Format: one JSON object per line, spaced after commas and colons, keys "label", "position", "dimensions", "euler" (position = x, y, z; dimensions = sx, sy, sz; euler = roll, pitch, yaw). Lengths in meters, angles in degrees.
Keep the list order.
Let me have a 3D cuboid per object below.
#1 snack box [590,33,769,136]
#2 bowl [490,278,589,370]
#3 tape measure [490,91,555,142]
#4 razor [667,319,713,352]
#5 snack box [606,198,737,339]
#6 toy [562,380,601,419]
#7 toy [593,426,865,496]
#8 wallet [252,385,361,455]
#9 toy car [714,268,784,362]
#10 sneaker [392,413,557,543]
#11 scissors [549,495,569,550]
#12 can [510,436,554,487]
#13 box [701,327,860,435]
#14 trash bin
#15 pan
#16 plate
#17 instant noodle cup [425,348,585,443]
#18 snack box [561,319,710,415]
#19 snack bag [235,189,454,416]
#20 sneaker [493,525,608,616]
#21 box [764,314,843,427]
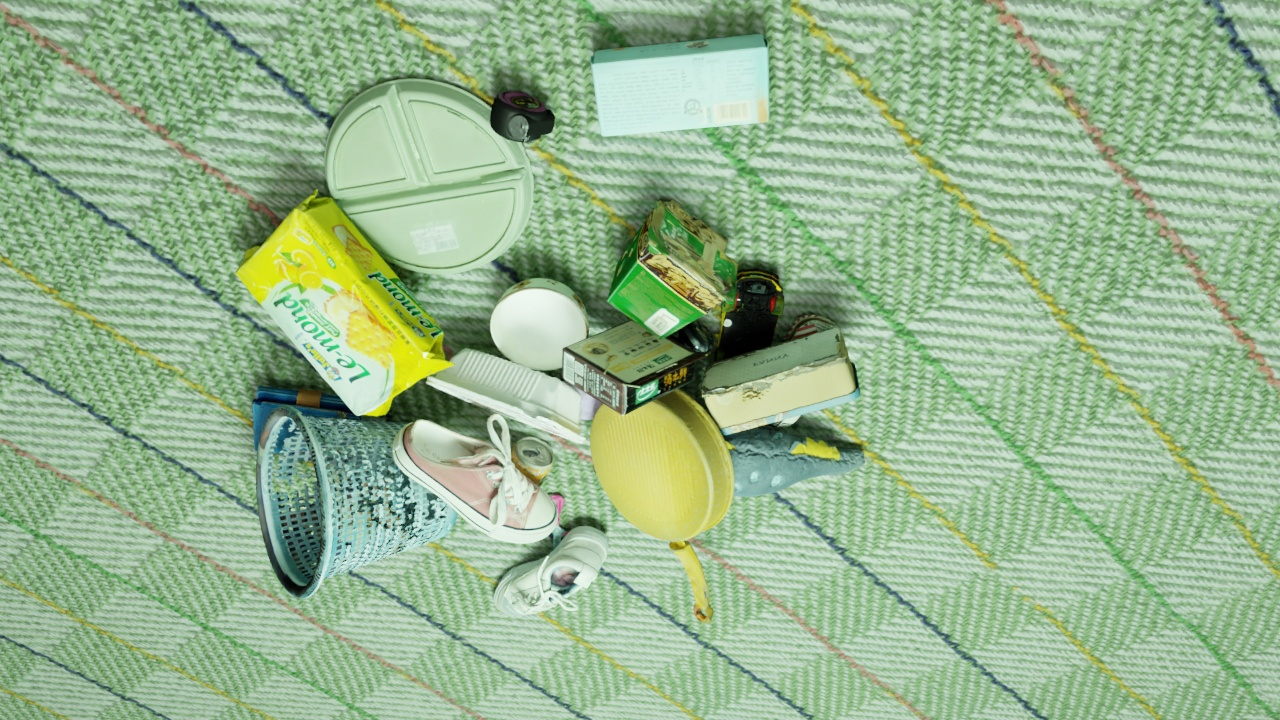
{"label": "snack box", "position": [0.041, -0.273, 0.911], "dimensions": [0.175, 0.051, 0.074], "euler": [-4, 124, 5]}
{"label": "bowl", "position": [-0.113, -0.051, 1.071], "dimensions": [0.113, 0.062, 0.114], "euler": [2, 125, 3]}
{"label": "tape measure", "position": [-0.124, -0.246, 0.935], "dimensions": [0.058, 0.056, 0.039], "euler": [34, 126, 20]}
{"label": "razor", "position": [0.036, 0.015, 1.122], "dimensions": [0.067, 0.062, 0.168], "euler": [-3, 138, -34]}
{"label": "snack box", "position": [0.028, -0.092, 1.004], "dimensions": [0.118, 0.117, 0.106], "euler": [35, 124, -17]}
{"label": "toy", "position": [-0.070, 0.053, 1.157], "dimensions": [0.108, 0.038, 0.084], "euler": [1, 129, 1]}
{"label": "toy", "position": [0.109, 0.130, 1.168], "dimensions": [0.356, 0.091, 0.138], "euler": [-3, 169, 8]}
{"label": "wallet", "position": [-0.433, 0.084, 1.196], "dimensions": [0.133, 0.040, 0.107], "euler": [8, 128, -13]}
{"label": "toy car", "position": [0.124, -0.037, 1.080], "dimensions": [0.071, 0.041, 0.156], "euler": [5, 129, 0]}
{"label": "sneaker", "position": [-0.181, 0.142, 1.107], "dimensions": [0.088, 0.118, 0.241], "euler": [-27, 127, 37]}
{"label": "scissors", "position": [-0.114, 0.240, 1.308], "dimensions": [0.133, 0.017, 0.134], "euler": [7, 129, 2]}
{"label": "can", "position": [-0.168, 0.171, 1.234], "dimensions": [0.058, 0.058, 0.146], "euler": [23, 123, -13]}
{"label": "box", "position": [0.163, 0.022, 1.040], "dimensions": [0.184, 0.089, 0.062], "euler": [-14, 112, 17]}
{"label": "trash bin", "position": [-0.341, 0.160, 1.134], "dimensions": [0.194, 0.226, 0.227], "euler": [-4, 135, -41]}
{"label": "pan", "position": [0.042, 0.189, 1.124], "dimensions": [0.198, 0.078, 0.358], "euler": [11, 117, 41]}
{"label": "plate", "position": [-0.232, -0.191, 0.999], "dimensions": [0.230, 0.027, 0.231], "euler": [2, 126, 3]}
{"label": "instant noodle cup", "position": [-0.150, 0.038, 1.089], "dimensions": [0.173, 0.060, 0.138], "euler": [16, 171, 19]}
{"label": "snack box", "position": [-0.006, 0.006, 1.027], "dimensions": [0.126, 0.113, 0.053], "euler": [31, 131, 37]}
{"label": "snack bag", "position": [-0.330, -0.060, 1.032], "dimensions": [0.158, 0.068, 0.246], "euler": [-31, 102, 36]}
{"label": "sneaker", "position": [-0.134, 0.331, 1.318], "dimensions": [0.089, 0.090, 0.243], "euler": [34, 128, -19]}
{"label": "box", "position": [0.188, 0.019, 1.108], "dimensions": [0.072, 0.060, 0.165], "euler": [28, 125, 8]}
